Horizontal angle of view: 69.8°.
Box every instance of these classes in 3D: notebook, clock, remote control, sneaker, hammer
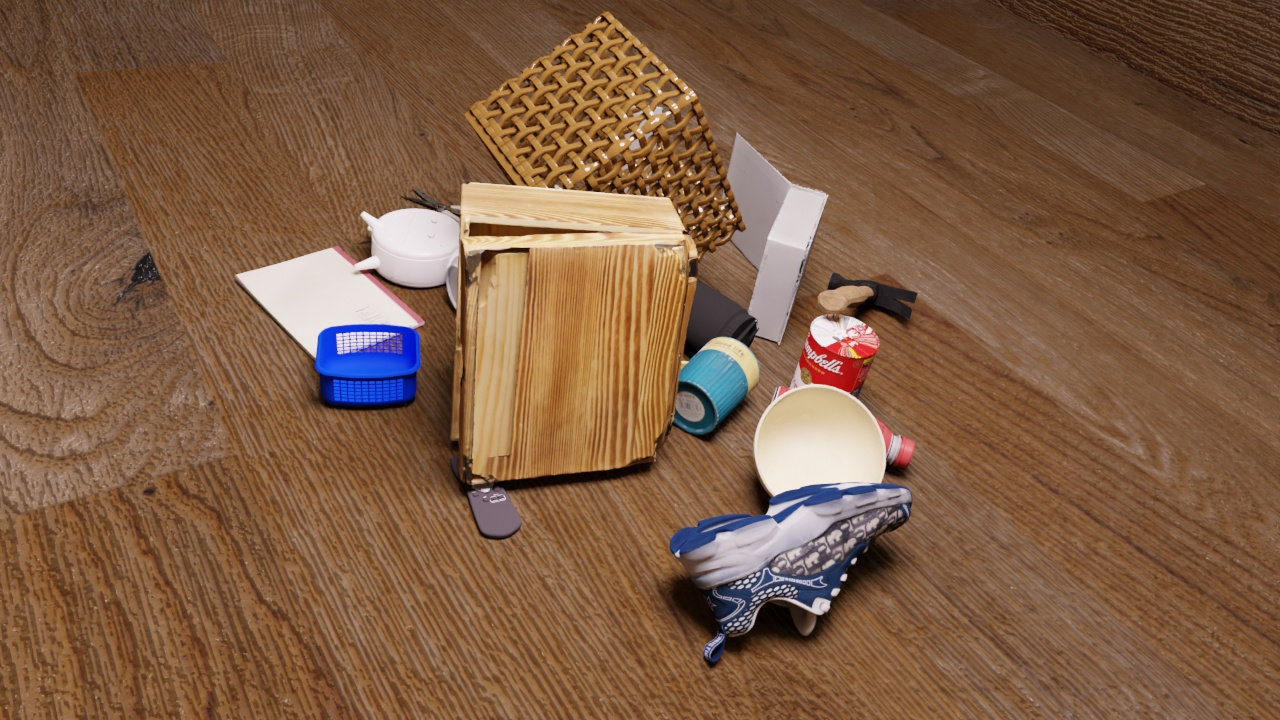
[{"bbox_3d":[-0.403,-0.077,1.191,0.152,0.012,0.209,-26,52,-39],"label":"notebook"},{"bbox_3d":[-0.304,-0.163,1.268,0.161,0.073,0.125,6,38,-9],"label":"clock"},{"bbox_3d":[-0.165,0.141,0.981,0.046,0.009,0.124,-11,44,-26],"label":"remote control"},{"bbox_3d":[0.165,0.202,0.916,0.269,0.103,0.132,-13,88,-24],"label":"sneaker"},{"bbox_3d":[0.297,-0.087,1.258,0.132,0.040,0.304,19,13,20],"label":"hammer"}]

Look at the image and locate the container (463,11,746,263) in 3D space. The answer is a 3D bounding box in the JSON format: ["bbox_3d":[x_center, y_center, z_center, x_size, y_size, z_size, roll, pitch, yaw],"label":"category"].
[{"bbox_3d":[-0.040,-0.236,1.152,0.214,0.252,0.219,-36,55,-1],"label":"container"}]

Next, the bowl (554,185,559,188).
[{"bbox_3d":[-0.145,-0.232,1.406,0.117,0.061,0.117,8,38,-6],"label":"bowl"}]

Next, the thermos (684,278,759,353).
[{"bbox_3d":[0.072,-0.061,1.229,0.199,0.086,0.085,34,44,26],"label":"thermos"}]

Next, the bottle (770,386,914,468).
[{"bbox_3d":[0.240,0.086,1.109,0.177,0.062,0.062,18,39,8],"label":"bottle"}]

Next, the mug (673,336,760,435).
[{"bbox_3d":[0.074,0.030,1.132,0.114,0.083,0.107,9,36,34],"label":"mug"}]

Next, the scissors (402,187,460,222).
[{"bbox_3d":[-0.288,-0.231,1.406,0.154,0.013,0.163,-12,44,-17],"label":"scissors"}]

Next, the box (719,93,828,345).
[{"bbox_3d":[0.194,-0.234,1.406,0.119,0.167,0.477,4,39,-8],"label":"box"}]

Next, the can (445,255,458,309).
[{"bbox_3d":[-0.181,-0.110,1.225,0.139,0.088,0.088,-20,48,-33],"label":"can"}]

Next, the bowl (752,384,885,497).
[{"bbox_3d":[0.192,0.109,1.040,0.150,0.075,0.150,2,74,-9],"label":"bowl"}]

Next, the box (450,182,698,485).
[{"bbox_3d":[-0.077,-0.027,0.990,0.245,0.280,0.167,1,30,-14],"label":"box"}]

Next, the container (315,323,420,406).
[{"bbox_3d":[-0.316,0.008,1.069,0.114,0.058,0.096,0,40,-15],"label":"container"}]

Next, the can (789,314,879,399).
[{"bbox_3d":[0.240,0.014,1.154,0.086,0.117,0.086,7,39,-6],"label":"can"}]
